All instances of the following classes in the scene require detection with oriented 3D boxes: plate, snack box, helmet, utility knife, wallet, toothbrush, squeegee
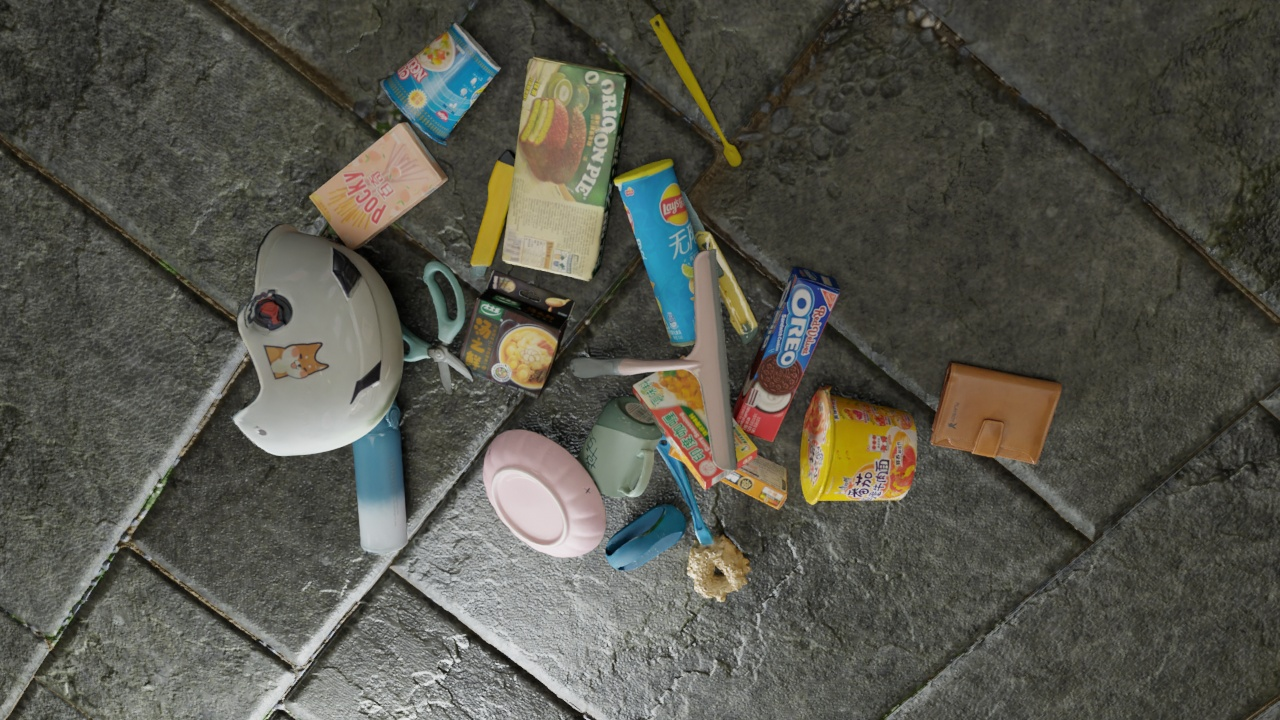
[{"bbox_3d":[-0.133,0.180,1.179,0.192,0.038,0.193,19,128,26],"label":"plate"},{"bbox_3d":[0.173,-0.008,1.109,0.057,0.058,0.208,20,110,-2],"label":"snack box"},{"bbox_3d":[-0.087,-0.223,1.073,0.114,0.063,0.240,12,109,4],"label":"snack box"},{"bbox_3d":[-0.363,-0.018,1.091,0.157,0.230,0.274,6,91,1],"label":"helmet"},{"bbox_3d":[0.090,-0.116,1.111,0.031,0.022,0.212,-26,98,16],"label":"utility knife"},{"bbox_3d":[0.427,0.064,1.110,0.132,0.031,0.108,12,108,6],"label":"wallet"},{"bbox_3d":[0.112,0.128,1.152,0.154,0.075,0.026,26,110,-1],"label":"snack box"},{"bbox_3d":[-0.322,-0.212,1.130,0.157,0.026,0.084,-33,101,16],"label":"snack box"},{"bbox_3d":[0.065,-0.306,1.049,0.016,0.016,0.190,-29,101,17],"label":"toothbrush"},{"bbox_3d":[-0.181,-0.176,1.127,0.033,0.015,0.171,24,111,6],"label":"utility knife"},{"bbox_3d":[0.064,0.073,1.109,0.077,0.027,0.155,-31,64,-14],"label":"snack box"},{"bbox_3d":[-0.006,0.006,1.085,0.250,0.040,0.247,-2,97,43],"label":"squeegee"},{"bbox_3d":[-0.158,-0.032,1.157,0.113,0.053,0.126,21,115,1],"label":"snack box"}]

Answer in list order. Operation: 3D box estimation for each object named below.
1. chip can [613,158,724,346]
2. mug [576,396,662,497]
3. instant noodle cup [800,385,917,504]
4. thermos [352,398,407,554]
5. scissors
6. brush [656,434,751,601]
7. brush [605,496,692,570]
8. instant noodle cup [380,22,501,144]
[{"bbox_3d":[0.036,-0.125,1.079,0.071,0.071,0.210,-16,107,13],"label":"chip can"},{"bbox_3d":[-0.019,0.114,1.147,0.082,0.111,0.106,9,120,-38],"label":"mug"},{"bbox_3d":[0.261,0.108,1.099,0.110,0.138,0.138,6,109,-2],"label":"instant noodle cup"},{"bbox_3d":[-0.350,0.150,1.232,0.070,0.070,0.221,4,109,7],"label":"thermos"},{"bbox_3d":[-0.280,-0.040,1.163,0.181,0.019,0.170,0,104,26],"label":"scissors"},{"bbox_3d":[0.072,0.202,1.206,0.083,0.045,0.255,-20,100,18],"label":"brush"},{"bbox_3d":[0.004,0.232,1.188,0.144,0.073,0.055,-40,86,34],"label":"brush"},{"bbox_3d":[-0.223,-0.322,1.050,0.110,0.099,0.099,-43,98,10],"label":"instant noodle cup"}]
